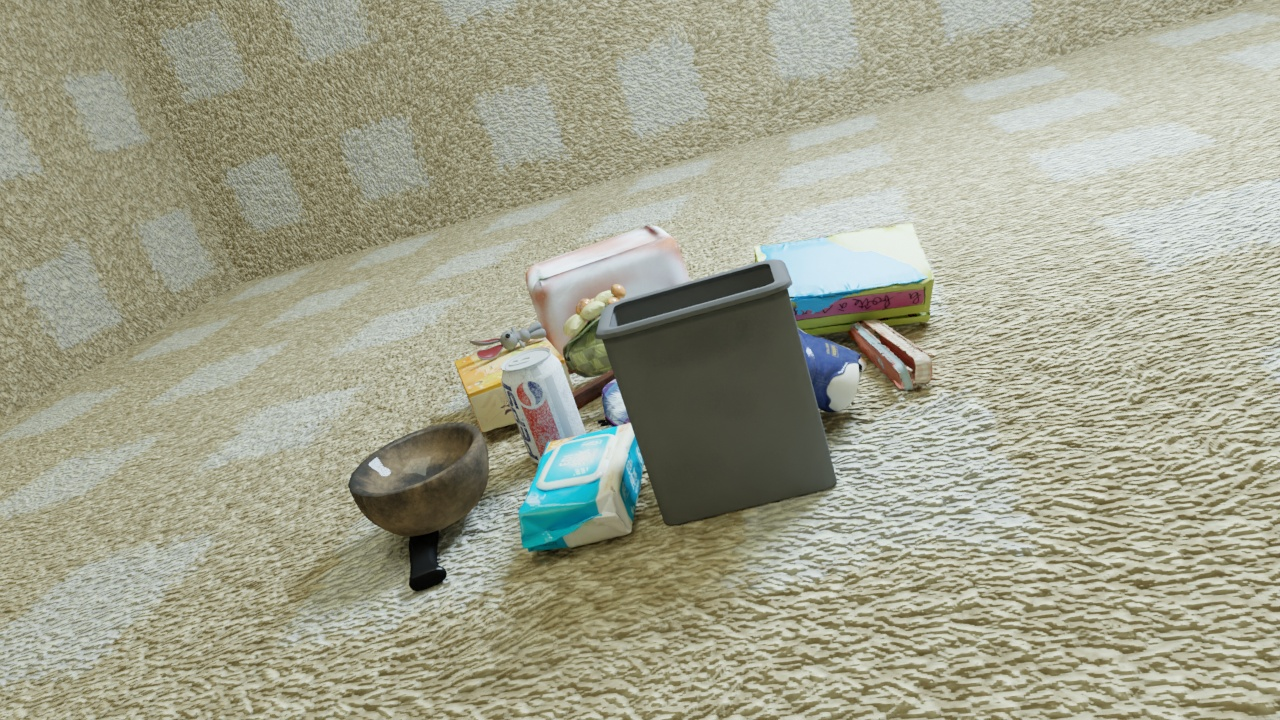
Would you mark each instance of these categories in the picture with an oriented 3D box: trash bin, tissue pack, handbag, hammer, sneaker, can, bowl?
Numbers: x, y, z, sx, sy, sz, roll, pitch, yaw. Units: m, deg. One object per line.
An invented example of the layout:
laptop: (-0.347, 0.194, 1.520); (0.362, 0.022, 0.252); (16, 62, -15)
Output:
trash bin: (0.080, 0.034, 0.924); (0.192, 0.220, 0.097); (-15, 20, 9)
tissue pack: (-0.059, 0.134, 1.016); (0.117, 0.066, 0.209); (-13, 18, 12)
handbag: (-0.026, -0.050, 1.303); (0.187, 0.117, 0.113); (-10, 27, 33)
hammer: (-0.007, 0.007, 1.227); (0.301, 0.111, 0.028); (-30, 39, 17)
handbag: (0.042, 0.060, 1.139); (0.170, 0.068, 0.144); (10, 32, 42)
sneaker: (0.197, -0.003, 1.089); (0.118, 0.091, 0.233); (19, 8, 1)
hammer: (-0.260, 0.184, 1.111); (0.127, 0.029, 0.323); (-20, 21, -5)
trash bin: (-0.052, -0.108, 1.515); (0.259, 0.157, 0.181); (-20, 20, -4)
can: (-0.123, 0.058, 1.160); (0.078, 0.136, 0.078); (-16, 20, 6)
bowl: (-0.251, 0.142, 1.071); (0.162, 0.070, 0.162); (-15, 22, 6)

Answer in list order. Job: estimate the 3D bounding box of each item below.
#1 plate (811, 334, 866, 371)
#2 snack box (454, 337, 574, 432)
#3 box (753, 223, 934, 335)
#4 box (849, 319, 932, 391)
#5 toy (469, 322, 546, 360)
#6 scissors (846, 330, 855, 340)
plate: (0.181, 0.012, 1.196); (0.186, 0.016, 0.187); (-23, 20, -13)
snack box: (-0.187, 0.033, 1.364); (0.145, 0.081, 0.195); (-21, 19, -11)
box: (0.266, -0.105, 1.228); (0.221, 0.082, 0.124); (-10, 47, 3)
box: (0.307, -0.014, 1.118); (0.058, 0.060, 0.186); (-56, 16, 12)
toy: (-0.197, -0.031, 1.377); (0.111, 0.030, 0.049); (-19, 46, -18)
scissors: (0.276, -0.077, 1.268); (0.125, 0.011, 0.129); (-8, 55, 8)
